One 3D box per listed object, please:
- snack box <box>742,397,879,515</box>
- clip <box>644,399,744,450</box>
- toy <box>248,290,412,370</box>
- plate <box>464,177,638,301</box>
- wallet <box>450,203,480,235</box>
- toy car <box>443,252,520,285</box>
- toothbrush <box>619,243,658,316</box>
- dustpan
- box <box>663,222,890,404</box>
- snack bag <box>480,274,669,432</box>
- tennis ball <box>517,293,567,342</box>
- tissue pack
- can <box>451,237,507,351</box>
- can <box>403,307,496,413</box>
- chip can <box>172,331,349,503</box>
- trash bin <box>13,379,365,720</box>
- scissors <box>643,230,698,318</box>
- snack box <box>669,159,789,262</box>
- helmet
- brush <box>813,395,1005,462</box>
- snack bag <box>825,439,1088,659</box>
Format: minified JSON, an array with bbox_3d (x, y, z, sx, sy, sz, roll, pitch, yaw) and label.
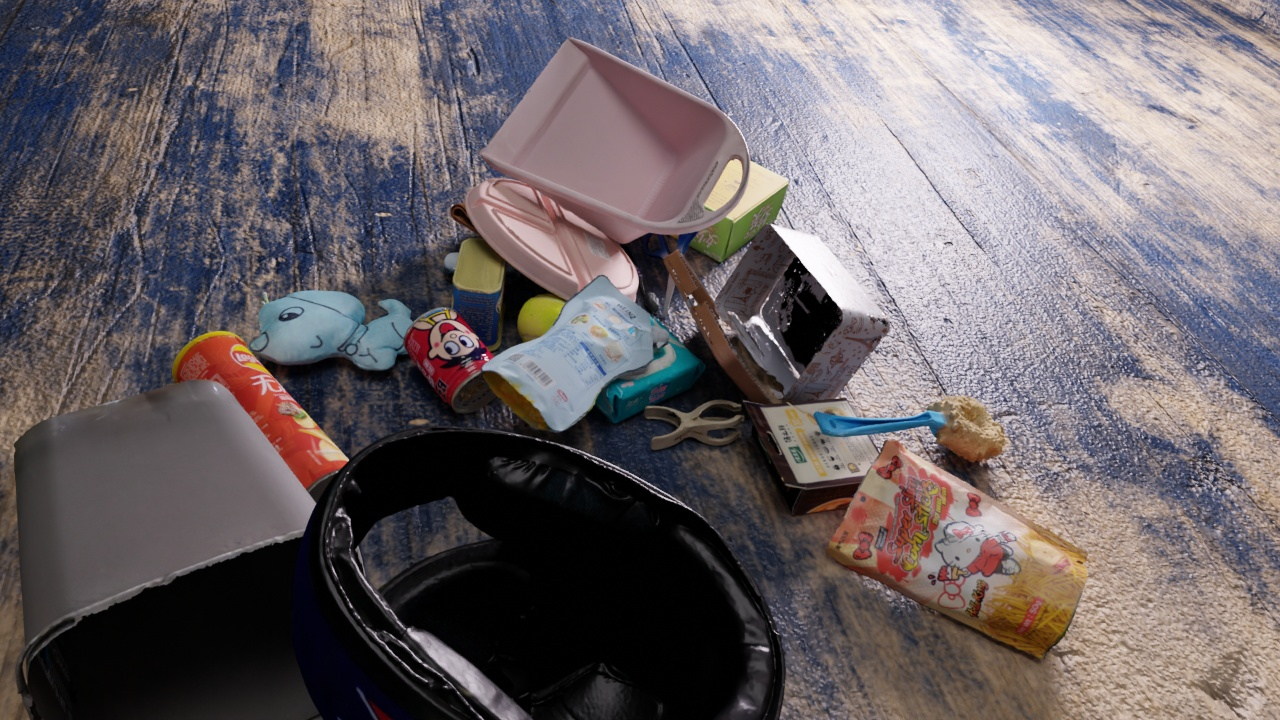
[{"bbox_3d":[0.172,0.092,0.921,0.125,0.053,0.113,-4,44,-18],"label":"snack box"},{"bbox_3d":[0.056,0.066,0.939,0.100,0.035,0.071,-1,44,-8],"label":"clip"},{"bbox_3d":[-0.316,-0.033,0.946,0.156,0.050,0.161,31,43,14],"label":"toy"},{"bbox_3d":[-0.095,-0.139,1.061,0.229,0.028,0.229,30,24,-15],"label":"plate"},{"bbox_3d":[-0.151,-0.163,1.117,0.108,0.031,0.131,33,24,21],"label":"wallet"},{"bbox_3d":[-0.186,-0.112,1.079,0.090,0.034,0.042,-1,46,-13],"label":"toy car"},{"bbox_3d":[-0.007,-0.117,1.142,0.014,0.017,0.188,4,39,-25],"label":"toothbrush"},{"bbox_3d":[-0.011,-0.264,1.090,0.273,0.139,0.222,36,65,-19],"label":"dustpan"},{"bbox_3d":[0.122,-0.051,0.991,0.187,0.155,0.182,10,36,-36],"label":"box"},{"bbox_3d":[-0.059,-0.009,0.915,0.110,0.039,0.190,34,50,21],"label":"snack bag"},{"bbox_3d":[-0.100,-0.040,0.993,0.065,0.066,0.065,7,41,-6],"label":"tennis ball"},{"bbox_3d":[-0.006,0.006,0.977,0.133,0.050,0.093,-23,52,-33],"label":"tissue pack"},{"bbox_3d":[-0.175,-0.072,0.997,0.057,0.083,0.102,6,41,-7],"label":"can"},{"bbox_3d":[-0.187,0.000,0.921,0.066,0.067,0.094,-23,59,-34],"label":"can"},{"bbox_3d":[-0.334,0.059,0.819,0.073,0.073,0.216,-29,55,-37],"label":"chip can"},{"bbox_3d":[-0.326,0.145,0.646,0.198,0.199,0.220,-19,44,-31],"label":"trash bin"},{"bbox_3d":[0.047,-0.130,1.128,0.012,0.156,0.165,37,1,-38],"label":"scissors"},{"bbox_3d":[0.072,-0.234,1.250,0.210,0.070,0.157,32,45,20],"label":"snack box"},{"bbox_3d":[-0.077,0.201,0.583,0.315,0.241,0.246,28,41,-9],"label":"helmet"},{"bbox_3d":[0.279,0.068,0.946,0.254,0.046,0.083,3,50,-30],"label":"brush"},{"bbox_3d":[0.290,0.173,0.840,0.208,0.073,0.128,28,78,13],"label":"snack bag"}]
